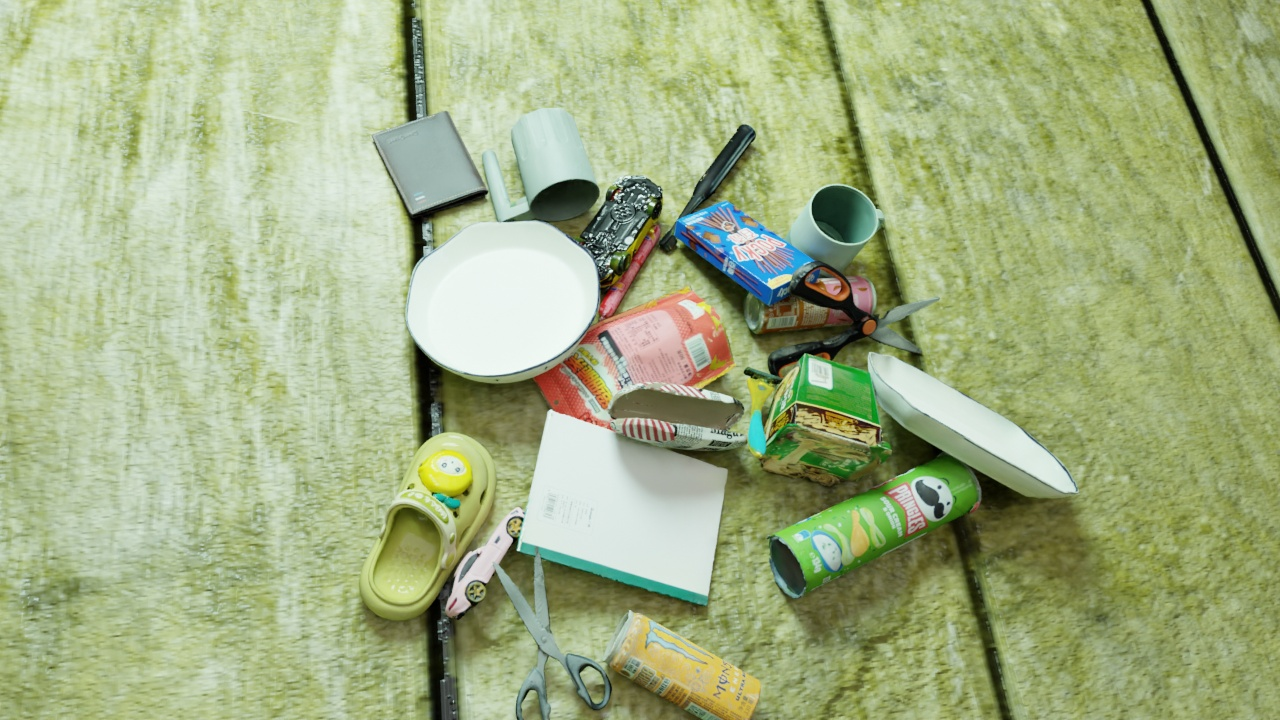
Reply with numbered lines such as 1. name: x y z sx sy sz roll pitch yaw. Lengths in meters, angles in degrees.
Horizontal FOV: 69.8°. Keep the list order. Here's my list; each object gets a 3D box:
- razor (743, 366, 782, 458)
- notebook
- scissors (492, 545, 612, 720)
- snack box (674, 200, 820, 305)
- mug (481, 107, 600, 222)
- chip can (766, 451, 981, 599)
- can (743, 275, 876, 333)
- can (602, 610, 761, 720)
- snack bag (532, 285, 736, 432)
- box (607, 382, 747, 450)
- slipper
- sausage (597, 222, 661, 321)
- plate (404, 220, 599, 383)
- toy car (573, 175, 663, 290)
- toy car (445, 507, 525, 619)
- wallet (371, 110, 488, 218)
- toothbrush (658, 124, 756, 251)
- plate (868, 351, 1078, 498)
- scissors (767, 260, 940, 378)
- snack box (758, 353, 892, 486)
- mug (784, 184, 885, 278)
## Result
1. razor: 0.125 0.059 0.967 0.043 0.028 0.132 21 39 -8
2. notebook: -0.012 0.149 0.927 0.209 0.012 0.150 21 62 -19
3. scissors: -0.088 0.268 0.860 0.172 0.014 0.159 28 77 -14
4. snack box: 0.122 -0.127 1.060 0.084 0.026 0.157 -27 53 -34
5. mug: -0.119 -0.219 1.061 0.124 0.084 0.103 -20 70 6
6. chip can: 0.248 0.173 0.972 0.235 0.072 0.072 -21 73 -20
7. can: 0.197 -0.066 1.071 0.147 0.058 0.057 -6 68 -15
8. can: 0.040 0.298 0.877 0.146 0.058 0.058 29 64 0
9. snack bag: -0.006 0.006 0.994 0.207 0.073 0.128 -28 84 -16
10. box: 0.041 0.074 0.949 0.163 0.074 0.079 11 50 -37
11. slipper: -0.200 0.154 0.874 0.091 0.082 0.190 25 66 -4
12. sausage: -0.012 -0.104 1.062 0.020 0.020 0.155 29 64 1
13. plate: -0.143 -0.060 0.973 0.205 0.046 0.204 -1 57 1
14. toy car: -0.025 -0.150 1.060 0.071 0.041 0.155 21 65 20
15. toy car: -0.149 0.192 0.882 0.037 0.056 0.122 34 63 -5
16. wallet: -0.244 -0.228 1.063 0.096 0.020 0.122 -22 71 -20
17. toothbrush: 0.082 -0.212 1.127 0.027 0.026 0.212 48 63 -27
18. plate: 0.359 0.077 1.016 0.265 0.034 0.161 28 22 -8
19. scissors: 0.237 -0.038 1.052 0.224 0.021 0.221 -44 125 4
20. snack box: 0.193 0.060 0.986 0.118 0.118 0.105 15 60 -10
21. mug: 0.232 -0.148 1.087 0.111 0.107 0.082 -15 70 -18
